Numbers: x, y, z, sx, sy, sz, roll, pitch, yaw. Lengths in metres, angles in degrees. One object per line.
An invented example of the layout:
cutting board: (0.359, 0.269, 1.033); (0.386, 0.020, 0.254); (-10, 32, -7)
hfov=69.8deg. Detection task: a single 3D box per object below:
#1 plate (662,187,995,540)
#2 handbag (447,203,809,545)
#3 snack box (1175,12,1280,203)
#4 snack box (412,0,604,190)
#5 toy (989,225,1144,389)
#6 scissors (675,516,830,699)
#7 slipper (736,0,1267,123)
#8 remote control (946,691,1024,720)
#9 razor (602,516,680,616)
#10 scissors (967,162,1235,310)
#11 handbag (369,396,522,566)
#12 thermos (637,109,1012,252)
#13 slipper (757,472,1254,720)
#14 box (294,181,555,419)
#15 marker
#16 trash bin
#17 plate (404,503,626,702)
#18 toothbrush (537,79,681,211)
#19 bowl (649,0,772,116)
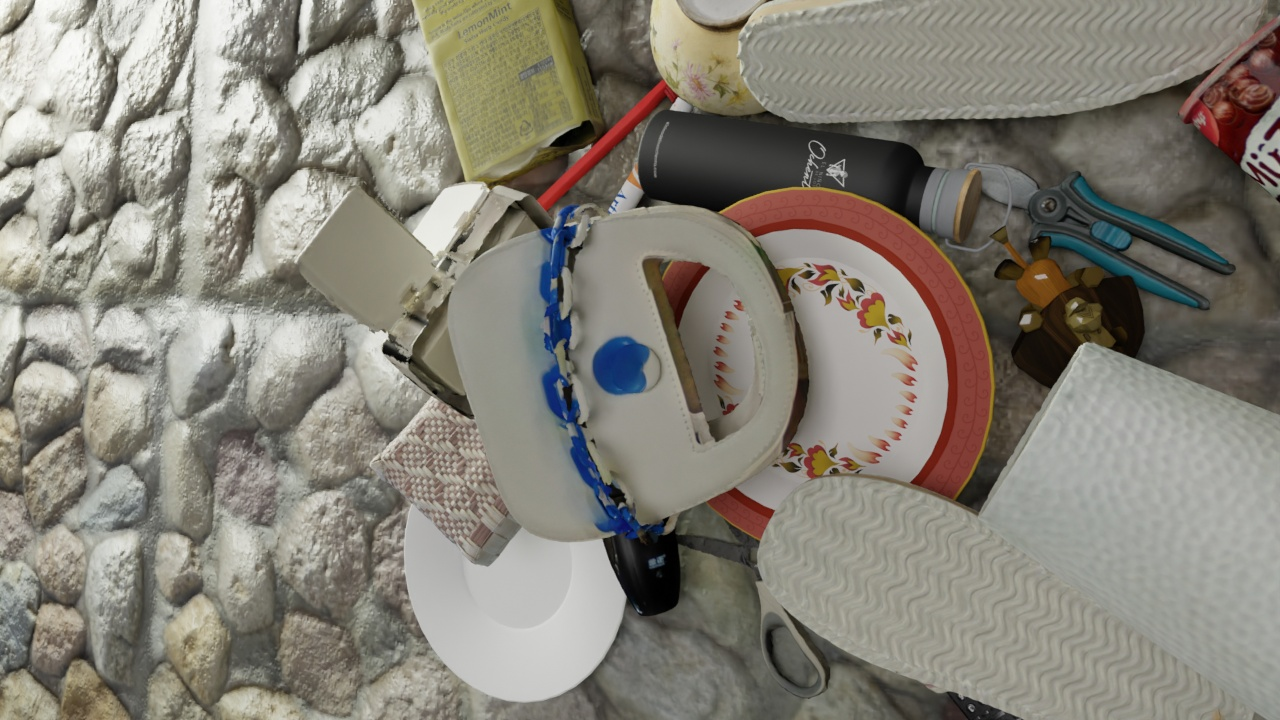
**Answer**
plate: (0.103, 0.009, 0.571); (0.230, 0.021, 0.230); (8, 104, 34)
handbag: (-0.003, 0.003, 0.543); (0.200, 0.093, 0.200); (-18, 97, 6)
snack box: (0.336, -0.105, 0.445); (0.072, 0.072, 0.121); (-43, 70, 20)
snack box: (-0.101, -0.231, 0.707); (0.121, 0.045, 0.181); (-21, 81, 25)
toy: (0.228, -0.032, 0.503); (0.076, 0.062, 0.100); (-37, 89, 4)
scissors: (0.091, 0.139, 0.603); (0.158, 0.012, 0.171); (-21, 77, 26)
slipper: (0.185, -0.188, 0.510); (0.273, 0.114, 0.053); (-2, 45, 31)
remote control: (0.203, 0.200, 0.540); (0.030, 0.009, 0.140); (-45, 68, 20)
razor: (-0.001, 0.102, 0.623); (0.064, 0.053, 0.140); (-30, 75, 66)
scissors: (0.252, -0.070, 0.520); (0.136, 0.019, 0.139); (-9, 84, 27)
handbag: (-0.098, 0.043, 0.674); (0.124, 0.047, 0.185); (37, 85, 26)
thermos: (0.111, -0.112, 0.574); (0.232, 0.061, 0.061); (16, 96, 28)
slipper: (0.194, 0.145, 0.512); (0.263, 0.052, 0.115); (24, 102, 11)
box: (-0.145, -0.070, 0.608); (0.099, 0.184, 0.143); (24, 73, 30)
marker: (-0.006, -0.122, 0.664); (0.017, 0.017, 0.146); (40, 106, 24)
trash bin: (0.261, 0.074, 0.434); (0.161, 0.133, 0.133); (31, 102, 20)
plate: (-0.098, 0.153, 0.703); (0.209, 0.015, 0.208); (-1, 87, 29)
toothbrush: (-0.033, -0.147, 0.683); (0.213, 0.012, 0.018); (-39, 70, 22)
bowl: (0.064, -0.238, 0.596); (0.145, 0.063, 0.145); (-2, 85, 23)
